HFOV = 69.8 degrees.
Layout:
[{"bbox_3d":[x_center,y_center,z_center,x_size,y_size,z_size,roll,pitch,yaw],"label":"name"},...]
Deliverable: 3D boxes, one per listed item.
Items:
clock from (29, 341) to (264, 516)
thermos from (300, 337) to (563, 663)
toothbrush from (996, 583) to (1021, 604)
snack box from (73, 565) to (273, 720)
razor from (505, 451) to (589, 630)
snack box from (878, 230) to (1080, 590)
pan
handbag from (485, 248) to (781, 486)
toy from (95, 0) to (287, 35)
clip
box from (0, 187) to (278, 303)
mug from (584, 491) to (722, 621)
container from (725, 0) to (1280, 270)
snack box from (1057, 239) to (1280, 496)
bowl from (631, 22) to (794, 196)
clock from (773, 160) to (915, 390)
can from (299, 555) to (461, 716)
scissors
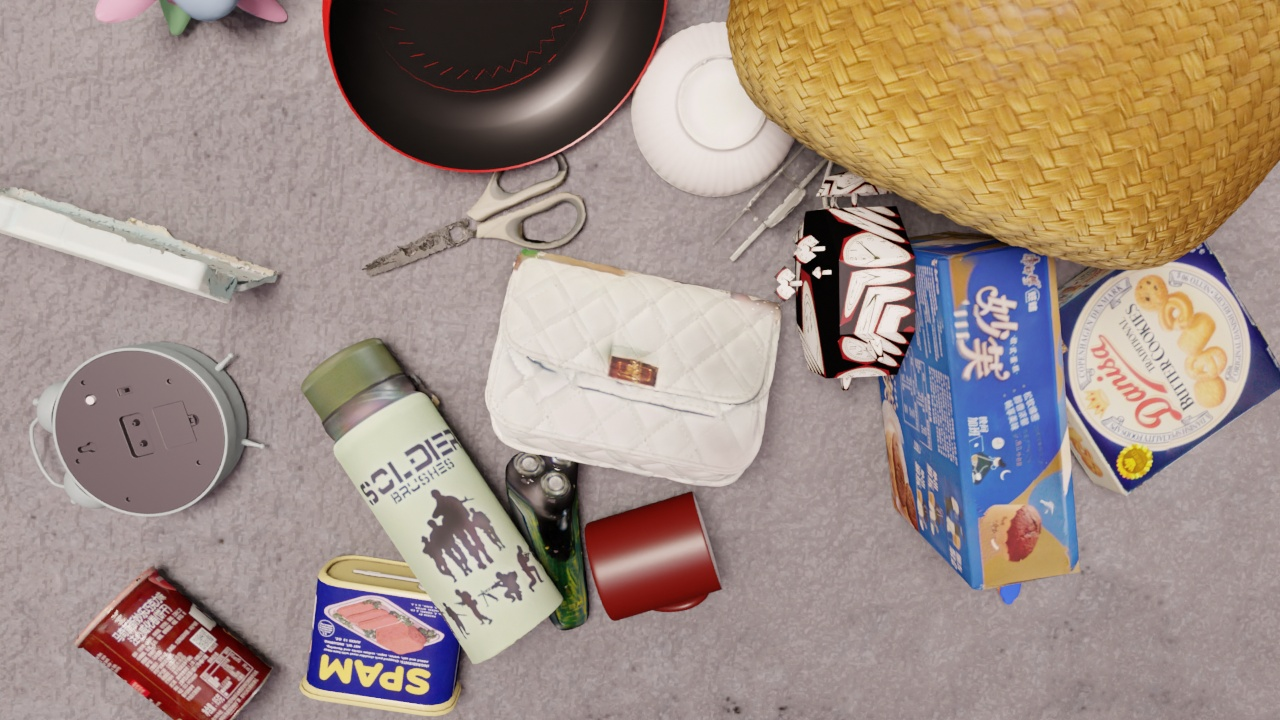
[{"bbox_3d":[-0.364,0.051,0.664,0.159,0.045,0.122,-14,100,3],"label":"clock"},{"bbox_3d":[-0.147,0.091,0.643,0.082,0.082,0.231,-35,87,6],"label":"thermos"},{"bbox_3d":[0.287,0.095,0.691,0.016,0.018,0.182,4,98,-5],"label":"toothbrush"},{"bbox_3d":[-0.344,0.220,0.683,0.121,0.072,0.072,43,97,-8],"label":"snack box"},{"bbox_3d":[-0.061,0.133,0.670,0.054,0.067,0.151,-14,106,-18],"label":"razor"},{"bbox_3d":[0.211,0.022,0.604,0.069,0.155,0.203,-10,100,-2],"label":"snack box"},{"bbox_3d":[-0.035,-0.254,0.526,0.357,0.208,0.067,-43,54,21],"label":"pan"},{"bbox_3d":[-0.004,0.004,0.630,0.195,0.072,0.138,11,74,-4],"label":"handbag"},{"bbox_3d":[-0.261,-0.301,0.537,0.223,0.119,0.171,-14,95,47],"label":"toy"},{"bbox_3d":[0.086,-0.116,0.630,0.050,0.058,0.102,43,97,6],"label":"clip"},{"bbox_3d":[-0.353,-0.080,0.593,0.197,0.134,0.041,19,89,-3],"label":"box"},{"bbox_3d":[0.013,0.154,0.677,0.082,0.073,0.106,-17,129,3],"label":"mug"},{"bbox_3d":[0.196,-0.187,0.487,0.307,0.306,0.197,23,116,-4],"label":"container"},{"bbox_3d":[0.356,-0.003,0.652,0.145,0.042,0.144,-36,99,0],"label":"snack box"},{"bbox_3d":[0.053,-0.169,0.615,0.118,0.062,0.118,0,101,0],"label":"bowl"},{"bbox_3d":[0.127,-0.064,0.600,0.065,0.115,0.154,-3,75,-4],"label":"clock"},{"bbox_3d":[-0.188,0.204,0.687,0.116,0.056,0.092,9,99,-2],"label":"can"},{"bbox_3d":[-0.115,-0.086,0.654,0.121,0.012,0.171,40,95,-5],"label":"scissors"}]
